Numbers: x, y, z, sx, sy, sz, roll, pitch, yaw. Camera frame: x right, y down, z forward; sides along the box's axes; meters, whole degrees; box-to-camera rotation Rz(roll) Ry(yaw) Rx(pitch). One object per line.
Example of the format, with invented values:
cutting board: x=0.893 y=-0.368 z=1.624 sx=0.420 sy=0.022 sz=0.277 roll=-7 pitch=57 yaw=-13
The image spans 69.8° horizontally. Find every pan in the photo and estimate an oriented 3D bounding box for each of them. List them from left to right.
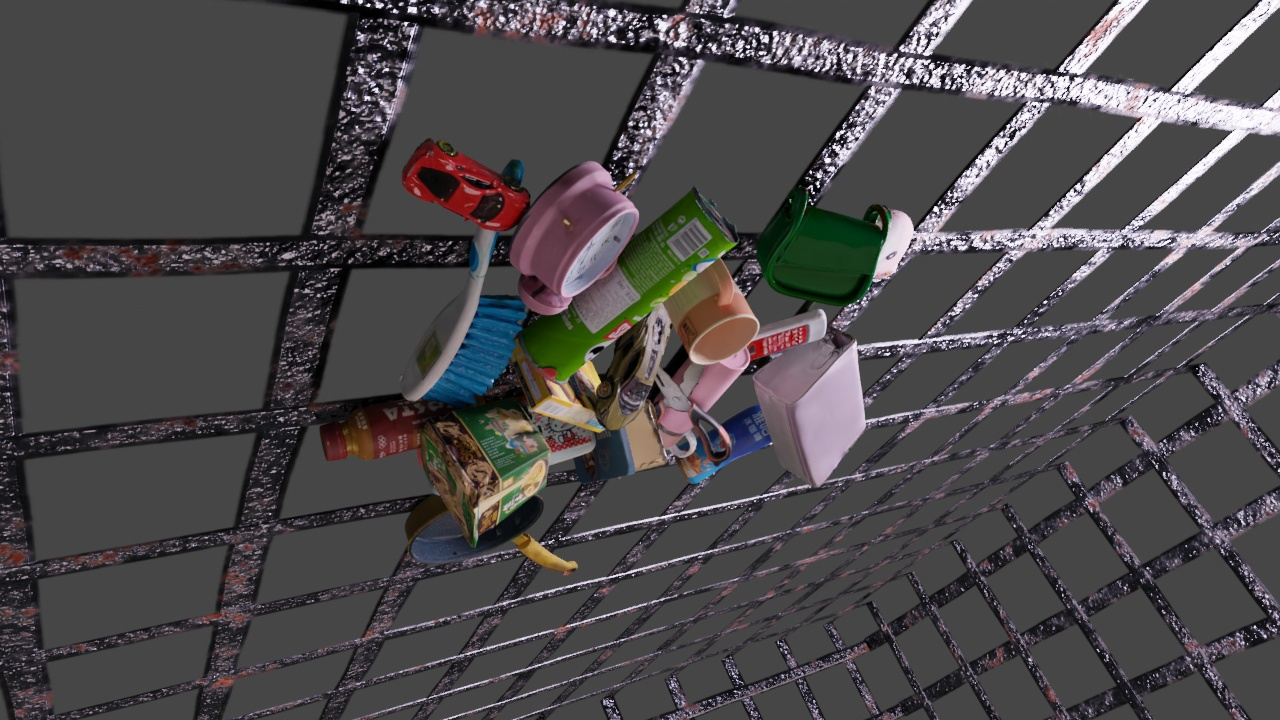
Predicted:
pan: x=-0.196 y=0.262 z=1.357 sx=0.198 sy=0.078 sz=0.357 roll=-32 pitch=152 yaw=12

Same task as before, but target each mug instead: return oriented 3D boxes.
mug: x=0.069 y=-0.070 z=0.977 sx=0.081 sy=0.105 sz=0.115 roll=-18 pitch=151 yaw=-16

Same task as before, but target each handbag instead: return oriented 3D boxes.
handbag: x=0.249 y=0.063 z=1.311 sx=0.144 sy=0.098 sz=0.197 roll=-37 pitch=135 yaw=-15
handbag: x=0.199 y=-0.126 z=1.005 sx=0.131 sy=0.067 sz=0.120 roll=12 pitch=123 yaw=-15

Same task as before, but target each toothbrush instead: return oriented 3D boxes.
toothbrush: x=0.205 y=-0.048 z=1.233 sx=0.017 sy=0.012 sz=0.186 roll=-13 pitch=150 yaw=-36

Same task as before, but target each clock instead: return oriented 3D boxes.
clock: x=-0.060 y=-0.101 z=0.820 sx=0.117 sy=0.060 sz=0.159 roll=-43 pitch=170 yaw=-32

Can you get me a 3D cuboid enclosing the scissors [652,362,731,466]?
scissors: x=0.051 y=0.063 z=1.179 sx=0.189 sy=0.015 sz=0.223 roll=26 pitch=133 yaw=-10

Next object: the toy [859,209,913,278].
toy: x=0.275 y=-0.125 z=1.117 sx=0.121 sy=0.054 sz=0.159 roll=-29 pitch=157 yaw=7

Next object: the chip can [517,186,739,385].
chip can: x=-0.014 y=-0.071 z=0.904 sx=0.236 sy=0.072 sz=0.072 roll=-38 pitch=150 yaw=19

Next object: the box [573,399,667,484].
box: x=-0.030 y=0.104 z=1.154 sx=0.061 sy=0.089 sz=0.185 roll=-12 pitch=172 yaw=-25

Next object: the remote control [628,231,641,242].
remote control: x=0.007 y=-0.111 z=0.948 sx=0.135 sy=0.019 sz=0.056 roll=-33 pitch=152 yaw=14

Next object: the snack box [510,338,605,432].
snack box: x=-0.086 y=0.028 z=1.035 sx=0.034 sy=0.087 sz=0.140 roll=-34 pitch=151 yaw=16

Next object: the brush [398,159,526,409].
brush: x=-0.151 y=-0.059 z=0.874 sx=0.109 sy=0.060 sz=0.315 roll=7 pitch=135 yaw=-42

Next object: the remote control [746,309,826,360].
remote control: x=0.180 y=-0.030 z=1.213 sx=0.136 sy=0.020 sz=0.056 roll=-17 pitch=146 yaw=-2

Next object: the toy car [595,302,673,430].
toy car: x=-0.006 y=0.006 z=1.042 sx=0.070 sy=0.042 sz=0.158 roll=24 pitch=84 yaw=-56

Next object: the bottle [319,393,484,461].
bottle: x=-0.255 y=0.070 z=0.997 sx=0.174 sy=0.057 sz=0.058 roll=-13 pitch=150 yaw=-23

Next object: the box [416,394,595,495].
box: x=-0.159 y=0.103 z=1.089 sx=0.201 sy=0.101 sz=0.095 roll=-16 pitch=150 yaw=-18

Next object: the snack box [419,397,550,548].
snack box: x=-0.160 y=0.110 z=0.976 sx=0.105 sy=0.118 sz=0.118 roll=-24 pitch=151 yaw=-27

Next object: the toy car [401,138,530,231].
toy car: x=-0.139 y=-0.137 z=0.742 sx=0.106 sy=0.031 sz=0.049 roll=24 pitch=129 yaw=-33

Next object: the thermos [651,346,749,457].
thermos: x=0.072 y=0.052 z=1.213 sx=0.067 sy=0.087 sz=0.199 roll=-28 pitch=160 yaw=-47

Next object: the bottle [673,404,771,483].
bottle: x=0.158 y=0.115 z=1.416 sx=0.219 sy=0.065 sz=0.065 roll=-29 pitch=152 yaw=5
